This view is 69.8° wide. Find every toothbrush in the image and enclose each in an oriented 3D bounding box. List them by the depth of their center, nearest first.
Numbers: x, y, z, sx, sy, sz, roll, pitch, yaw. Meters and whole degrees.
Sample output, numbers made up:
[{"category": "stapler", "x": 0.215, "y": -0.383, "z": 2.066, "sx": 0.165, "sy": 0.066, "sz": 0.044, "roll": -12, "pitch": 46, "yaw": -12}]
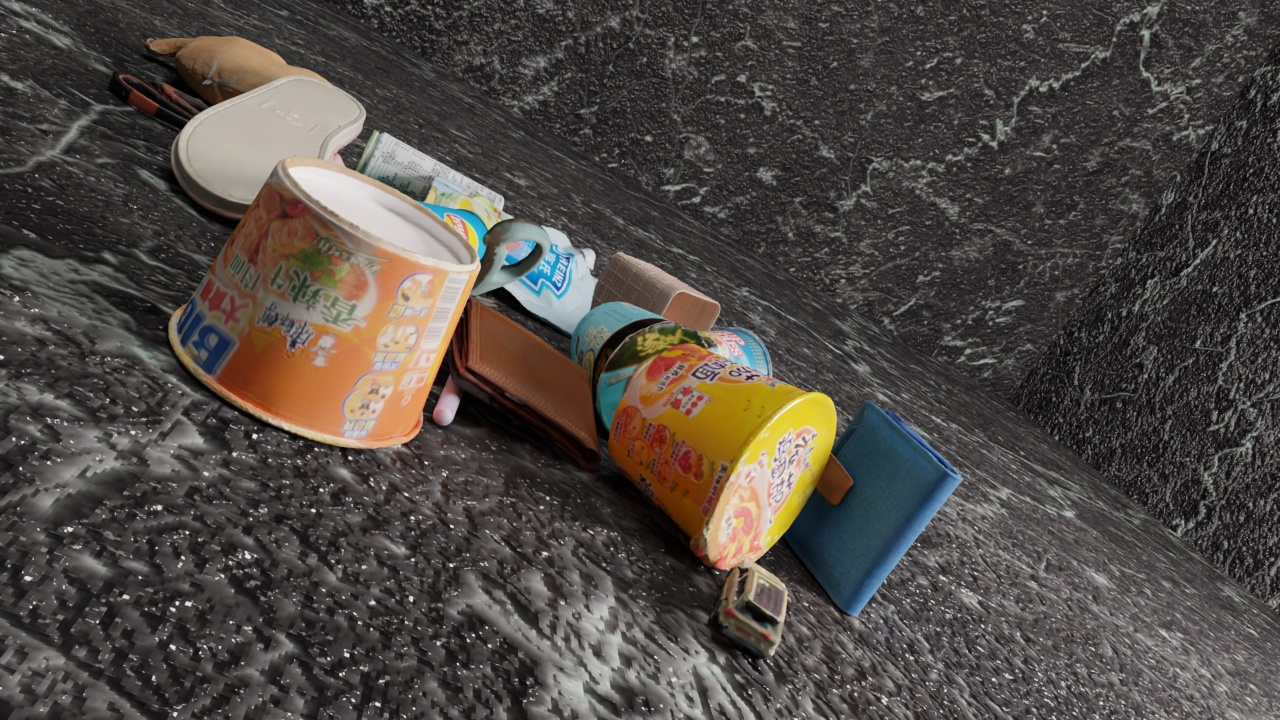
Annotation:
[{"category": "toothbrush", "x": -0.125, "y": 0.006, "z": 0.657, "sx": 0.189, "sy": 0.021, "sz": 0.029, "roll": -94, "pitch": 168, "yaw": -71}]

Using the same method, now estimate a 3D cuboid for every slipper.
[{"category": "slipper", "x": -0.310, "y": -0.178, "z": 0.783, "sx": 0.114, "sy": 0.055, "sz": 0.273, "roll": 25, "pitch": 30, "yaw": -13}]

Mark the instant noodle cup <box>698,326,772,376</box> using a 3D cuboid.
[{"category": "instant noodle cup", "x": 0.055, "y": 0.013, "z": 0.882, "sx": 0.109, "sy": 0.099, "sz": 0.099, "roll": 4, "pitch": 30, "yaw": -47}]

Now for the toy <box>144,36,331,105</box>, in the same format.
[{"category": "toy", "x": -0.411, "y": -0.290, "z": 0.948, "sx": 0.226, "sy": 0.082, "sz": 0.143, "roll": 27, "pitch": 10, "yaw": -7}]

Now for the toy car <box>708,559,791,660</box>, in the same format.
[{"category": "toy car", "x": 0.070, "y": 0.147, "z": 0.559, "sx": 0.042, "sy": 0.035, "sz": 0.090, "roll": 34, "pitch": 12, "yaw": 5}]

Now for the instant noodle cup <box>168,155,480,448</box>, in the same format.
[{"category": "instant noodle cup", "x": -0.169, "y": -0.038, "z": 0.521, "sx": 0.151, "sy": 0.111, "sz": 0.151, "roll": 30, "pitch": 15, "yaw": -9}]

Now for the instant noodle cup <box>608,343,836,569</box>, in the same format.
[{"category": "instant noodle cup", "x": 0.052, "y": 0.059, "z": 0.639, "sx": 0.110, "sy": 0.138, "sz": 0.137, "roll": 32, "pitch": 12, "yaw": 32}]

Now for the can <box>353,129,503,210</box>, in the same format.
[{"category": "can", "x": -0.215, "y": -0.174, "z": 0.934, "sx": 0.146, "sy": 0.058, "sz": 0.058, "roll": 26, "pitch": 15, "yaw": -19}]

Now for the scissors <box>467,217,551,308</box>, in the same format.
[{"category": "scissors", "x": -0.151, "y": -0.057, "z": 0.637, "sx": 0.179, "sy": 0.171, "sz": 0.019, "roll": -5, "pitch": 74, "yaw": -34}]

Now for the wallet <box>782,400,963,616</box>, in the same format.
[{"category": "wallet", "x": 0.168, "y": 0.108, "z": 0.692, "sx": 0.040, "sy": 0.133, "sz": 0.106, "roll": 23, "pitch": 18, "yaw": -32}]

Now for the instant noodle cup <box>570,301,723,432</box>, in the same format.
[{"category": "instant noodle cup", "x": -0.005, "y": 0.004, "z": 0.767, "sx": 0.111, "sy": 0.111, "sz": 0.120, "roll": 24, "pitch": 8, "yaw": -29}]

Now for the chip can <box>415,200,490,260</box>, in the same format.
[{"category": "chip can", "x": -0.203, "y": -0.100, "z": 0.739, "sx": 0.071, "sy": 0.071, "sz": 0.210, "roll": 37, "pitch": 15, "yaw": 19}]

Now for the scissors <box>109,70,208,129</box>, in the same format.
[{"category": "scissors", "x": -0.372, "y": -0.201, "z": 0.840, "sx": 0.206, "sy": 0.015, "sz": 0.192, "roll": 21, "pitch": 18, "yaw": -38}]

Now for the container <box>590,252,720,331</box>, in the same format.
[{"category": "container", "x": 0.009, "y": -0.057, "z": 1.016, "sx": 0.111, "sy": 0.090, "sz": 0.089, "roll": 38, "pitch": 15, "yaw": 36}]

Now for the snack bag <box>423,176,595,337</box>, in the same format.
[{"category": "snack bag", "x": -0.130, "y": -0.105, "z": 0.904, "sx": 0.191, "sy": 0.039, "sz": 0.110, "roll": 25, "pitch": 46, "yaw": -18}]

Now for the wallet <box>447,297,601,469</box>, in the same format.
[{"category": "wallet", "x": -0.081, "y": 0.016, "z": 0.650, "sx": 0.124, "sy": 0.032, "sz": 0.101, "roll": 35, "pitch": 18, "yaw": -26}]

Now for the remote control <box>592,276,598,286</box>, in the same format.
[{"category": "remote control", "x": -0.023, "y": -0.070, "z": 1.122, "sx": 0.150, "sy": 0.021, "sz": 0.058, "roll": 28, "pitch": 15, "yaw": -13}]
